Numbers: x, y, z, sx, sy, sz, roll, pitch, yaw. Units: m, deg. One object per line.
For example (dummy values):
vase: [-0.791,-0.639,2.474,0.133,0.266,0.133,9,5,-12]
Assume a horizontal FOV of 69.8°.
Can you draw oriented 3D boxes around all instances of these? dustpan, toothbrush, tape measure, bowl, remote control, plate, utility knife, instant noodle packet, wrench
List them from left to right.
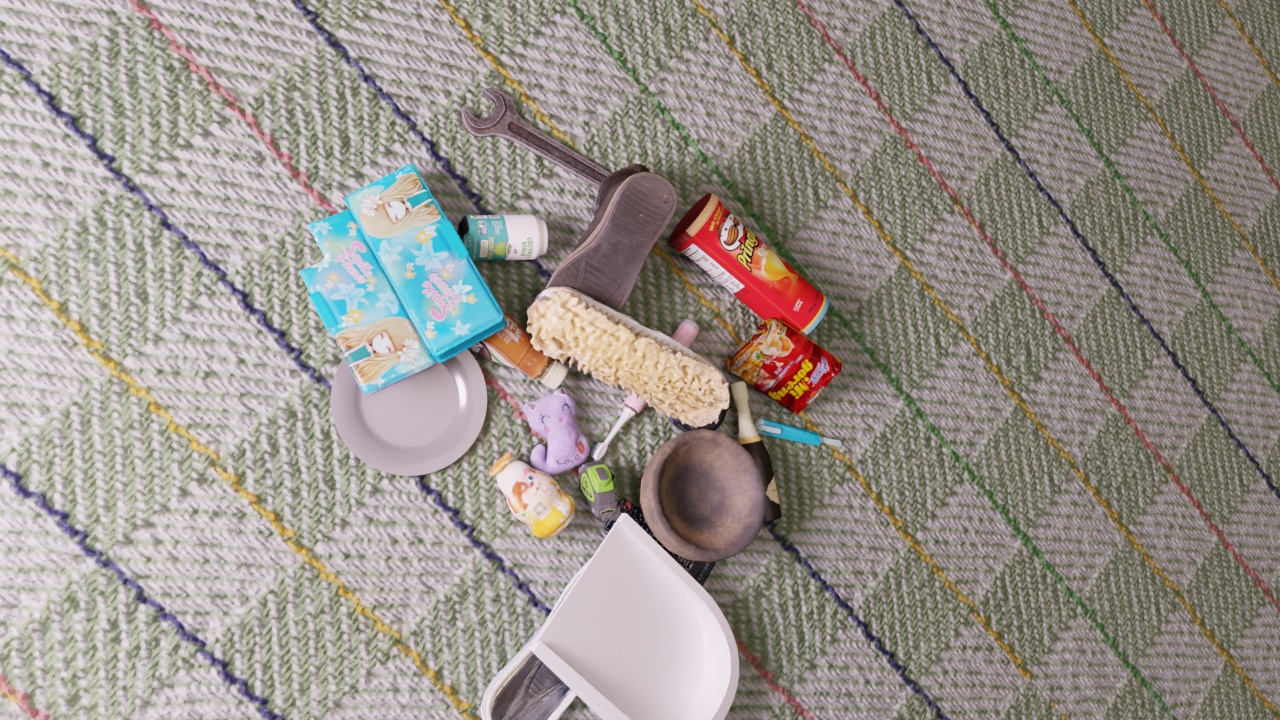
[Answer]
plate: [-0.270,0.045,1.076,0.178,0.012,0.178,2,83,-20]
wrench: [-0.100,-0.261,1.174,0.273,0.010,0.070,28,76,-16]
tape measure: [-0.050,0.153,1.118,0.035,0.065,0.059,-10,111,-22]
toothbrush: [0.005,0.037,1.171,0.222,0.027,0.027,-53,124,-17]
dustpan: [0.017,0.340,1.083,0.258,0.053,0.191,52,57,-25]
remote control: [0.024,0.234,1.160,0.150,0.022,0.047,37,74,-11]
bowl: [0.071,0.171,1.144,0.162,0.070,0.162,8,70,-23]
tape measure: [0.076,0.060,1.187,0.072,0.042,0.071,-45,101,-23]
instant noodle packet: [0.188,0.007,1.211,0.135,0.039,0.099,32,119,-15]
utility knife: [0.215,0.104,1.248,0.140,0.015,0.022,15,103,-20]

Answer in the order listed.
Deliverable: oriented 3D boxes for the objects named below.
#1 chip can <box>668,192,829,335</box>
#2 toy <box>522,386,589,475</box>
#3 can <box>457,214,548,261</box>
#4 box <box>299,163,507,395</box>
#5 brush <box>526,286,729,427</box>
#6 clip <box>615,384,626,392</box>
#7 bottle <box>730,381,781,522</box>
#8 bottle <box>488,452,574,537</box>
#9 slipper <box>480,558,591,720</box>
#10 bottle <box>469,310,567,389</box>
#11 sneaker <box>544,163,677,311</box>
chip can: [0.144,-0.120,1.208,0.213,0.087,0.087,39,73,-13]
toy: [-0.106,0.089,1.119,0.080,0.036,0.099,-24,94,-22]
can: [-0.167,-0.149,1.113,0.101,0.055,0.055,-4,85,-21]
box: [-0.283,-0.092,1.043,0.181,0.039,0.226,-30,76,-10]
brush: [-0.013,-0.005,1.106,0.271,0.056,0.083,28,104,-12]
clip: [-0.006,0.006,1.170,0.023,0.037,0.075,33,69,-12]
bottle: [0.145,0.119,1.203,0.045,0.045,0.184,-10,88,-21]
bottle: [-0.130,0.158,1.088,0.063,0.063,0.109,-45,100,-19]
slipper: [-0.077,0.342,1.090,0.111,0.063,0.263,47,73,-10]
bottle: [-0.163,-0.023,1.098,0.167,0.059,0.059,35,74,-14]
sneaker: [-0.047,-0.139,1.143,0.095,0.119,0.235,26,105,-16]
